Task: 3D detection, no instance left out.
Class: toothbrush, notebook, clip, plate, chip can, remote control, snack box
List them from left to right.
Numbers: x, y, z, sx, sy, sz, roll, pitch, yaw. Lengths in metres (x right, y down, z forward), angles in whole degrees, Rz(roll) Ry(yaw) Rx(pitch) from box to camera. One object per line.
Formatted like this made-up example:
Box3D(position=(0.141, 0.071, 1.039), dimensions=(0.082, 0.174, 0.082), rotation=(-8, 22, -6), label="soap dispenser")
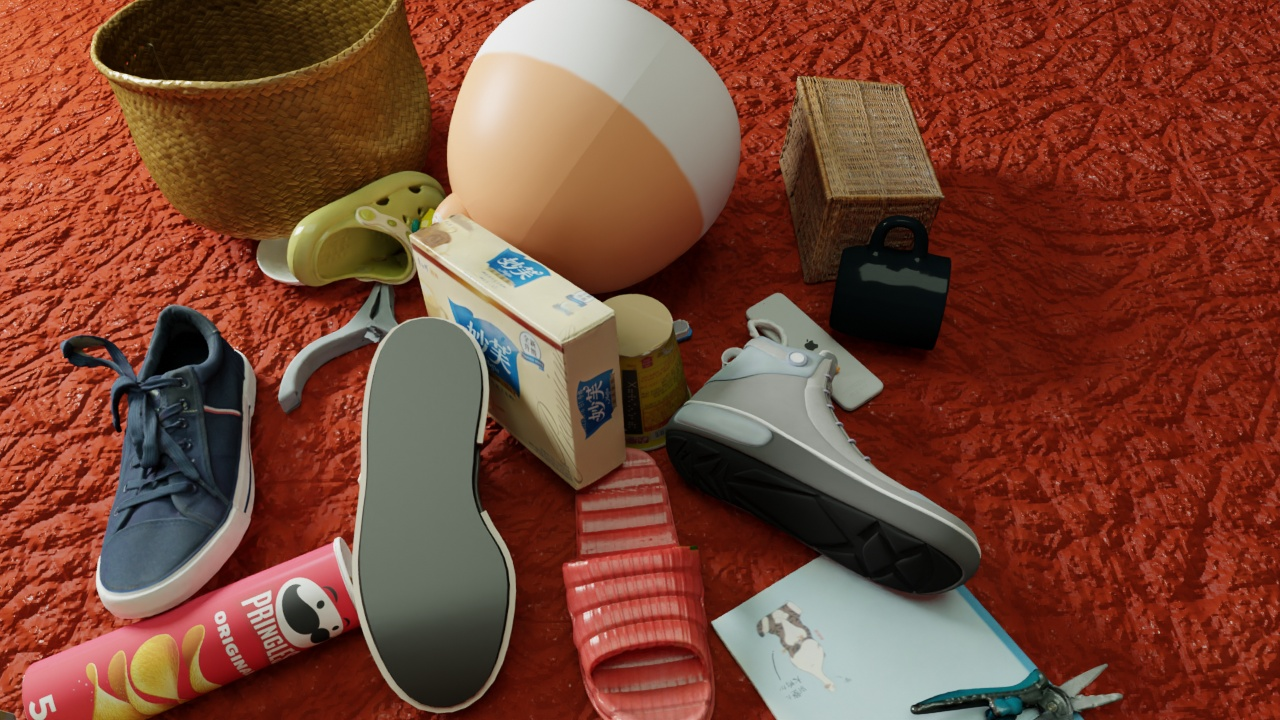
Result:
Box3D(position=(-0.312, 0.204, 0.662), dimensions=(0.220, 0.069, 0.069), rotation=(-21, 53, -13), label="chip can")
Box3D(position=(-0.339, -0.111, 0.946), dimensions=(0.104, 0.026, 0.104), rotation=(-1, 51, 1), label="plate")
Box3D(position=(-0.233, 0.003, 0.849), dimensions=(0.164, 0.031, 0.168), rotation=(22, 57, 17), label="clip")
Box3D(position=(-0.101, -0.011, 0.750), dimensions=(0.055, 0.153, 0.207), rotation=(-32, 47, -30), label="snack box")
Box3D(position=(-0.030, -0.004, 0.850), dimensions=(0.166, 0.014, 0.016), rotation=(-20, 53, -11), label="toothbrush")
Box3D(position=(0.158, -0.010, 0.847), dimensions=(0.045, 0.008, 0.146), rotation=(-30, 56, -19), label="remote control")
Box3D(position=(0.194, 0.241, 0.642), dimensions=(0.180, 0.009, 0.253), rotation=(-27, 55, -17), label="notebook")

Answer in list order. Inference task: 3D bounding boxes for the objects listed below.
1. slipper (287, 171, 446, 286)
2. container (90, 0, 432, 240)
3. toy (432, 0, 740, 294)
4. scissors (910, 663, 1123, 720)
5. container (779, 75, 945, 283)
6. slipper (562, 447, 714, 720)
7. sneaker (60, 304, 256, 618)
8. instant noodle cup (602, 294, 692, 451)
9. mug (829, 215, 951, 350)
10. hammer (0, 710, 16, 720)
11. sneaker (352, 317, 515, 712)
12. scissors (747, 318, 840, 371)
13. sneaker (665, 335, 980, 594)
Box3D(position=(-0.245, -0.119, 0.882), dimensions=(0.081, 0.092, 0.190), rotation=(31, 39, 22), label="slipper")
Box3D(position=(-0.373, -0.267, 0.948), dimensions=(0.307, 0.197, 0.306), rotation=(-2, 42, 2), label="container")
Box3D(position=(-0.052, -0.186, 0.851), dimensions=(0.263, 0.266, 0.280), rotation=(36, 76, -8), label="toy")
Box3D(position=(0.252, 0.243, 0.617), dimensions=(0.151, 0.019, 0.118), rotation=(12, 52, 10), label="scissors")
Box3D(position=(0.214, -0.182, 0.916), dimensions=(0.112, 0.114, 0.198), rotation=(0, 53, -3), label="container")
Box3D(position=(-0.006, 0.159, 0.688), dimensions=(0.103, 0.059, 0.248), rotation=(-9, 50, -5), label="slipper")
Box3D(position=(-0.382, 0.058, 0.724), dimensions=(0.120, 0.127, 0.294), rotation=(-13, 44, -3), label="sneaker")
Box3D(position=(-0.004, 0.005, 0.778), dimensions=(0.100, 0.113, 0.100), rotation=(-2, 49, 2), label="instant noodle cup")
Box3D(position=(0.225, -0.074, 0.823), dimensions=(0.094, 0.122, 0.085), rotation=(10, 36, 12), label="mug")
Box3D(position=(-0.469, 0.328, 0.532), dimensions=(0.325, 0.190, 0.100), rotation=(-26, 52, 4), label="hammer")
Box3D(position=(-0.164, 0.121, 0.717), dimensions=(0.111, 0.117, 0.293), rotation=(-6, 70, -12), label="sneaker")
Box3D(position=(0.116, 0.011, 0.825), dimensions=(0.125, 0.011, 0.131), rotation=(-7, 58, 2), label="scissors")
Box3D(position=(0.158, 0.067, 0.724), dimensions=(0.257, 0.093, 0.160), rotation=(22, 53, 26), label="sneaker")
